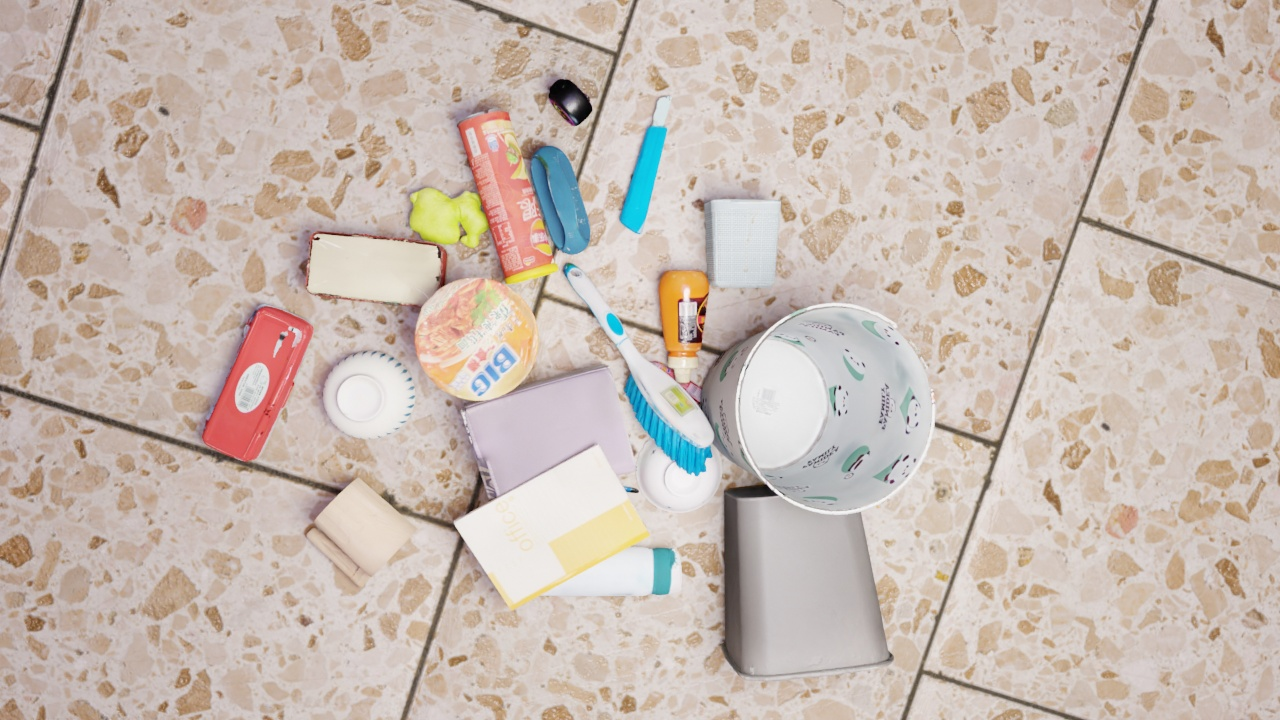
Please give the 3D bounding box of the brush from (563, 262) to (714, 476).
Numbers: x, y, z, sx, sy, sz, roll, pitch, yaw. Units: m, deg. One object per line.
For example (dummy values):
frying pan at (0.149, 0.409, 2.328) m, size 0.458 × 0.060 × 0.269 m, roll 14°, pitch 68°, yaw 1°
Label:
brush at (-0.007, 0.007, 1.194) m, size 0.060 × 0.110 × 0.314 m, roll -30°, pitch 63°, yaw -24°

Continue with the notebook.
notebook at (-0.110, 0.212, 1.157) m, size 0.206 × 0.010 × 0.146 m, roll -28°, pitch 106°, yaw 2°

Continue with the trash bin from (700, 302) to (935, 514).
trash bin at (0.190, 0.056, 1.113) m, size 0.229 × 0.252 × 0.229 m, roll 0°, pitch 88°, yaw -11°

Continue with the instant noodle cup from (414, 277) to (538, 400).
instant noodle cup at (-0.202, -0.029, 1.167) m, size 0.151 × 0.111 × 0.151 m, roll 0°, pitch 93°, yaw -3°

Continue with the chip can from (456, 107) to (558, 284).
chip can at (-0.171, -0.208, 1.178) m, size 0.073 × 0.073 × 0.216 m, roll -18°, pitch 94°, yaw -2°

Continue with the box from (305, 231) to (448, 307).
box at (-0.336, -0.113, 1.171) m, size 0.168 × 0.077 × 0.091 m, roll 6°, pitch 92°, yaw -3°

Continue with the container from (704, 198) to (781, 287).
container at (0.130, -0.151, 1.192) m, size 0.090 × 0.090 × 0.111 m, roll 1°, pitch 96°, yaw -3°

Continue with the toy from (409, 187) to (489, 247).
toy at (-0.251, -0.185, 1.195) m, size 0.100 × 0.031 × 0.097 m, roll -25°, pitch 97°, yaw -2°

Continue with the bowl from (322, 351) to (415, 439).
bowl at (-0.355, 0.047, 1.186) m, size 0.116 × 0.066 × 0.116 m, roll 0°, pitch 93°, yaw -4°

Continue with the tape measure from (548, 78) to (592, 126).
tape measure at (-0.089, -0.334, 1.182) m, size 0.039 × 0.057 × 0.058 m, roll -43°, pitch 86°, yaw -1°

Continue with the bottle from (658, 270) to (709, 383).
bottle at (0.057, -0.044, 1.205) m, size 0.067 × 0.066 × 0.149 m, roll 0°, pitch 95°, yaw -3°

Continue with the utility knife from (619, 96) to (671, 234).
utility knife at (0.011, -0.260, 1.211) m, size 0.034 × 0.018 × 0.185 m, roll 15°, pitch 92°, yaw -16°

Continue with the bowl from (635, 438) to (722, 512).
bowl at (0.055, 0.151, 1.217) m, size 0.118 × 0.065 × 0.118 m, roll 0°, pitch 94°, yaw -4°

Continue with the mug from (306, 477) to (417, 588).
mug at (-0.369, 0.228, 1.197) m, size 0.103 × 0.084 × 0.125 m, roll 44°, pitch 117°, yaw -3°

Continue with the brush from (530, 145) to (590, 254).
brush at (-0.102, -0.207, 1.181) m, size 0.055 × 0.073 × 0.144 m, roll -17°, pitch 94°, yaw -7°

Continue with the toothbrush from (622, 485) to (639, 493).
toothbrush at (-0.095, 0.161, 1.233) m, size 0.189 × 0.014 × 0.016 m, roll 12°, pitch 54°, yaw -5°

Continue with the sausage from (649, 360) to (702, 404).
sausage at (0.071, 0.042, 1.233) m, size 0.156 × 0.020 × 0.020 m, roll 34°, pitch 91°, yaw -5°

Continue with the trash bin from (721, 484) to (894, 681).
trash bin at (0.201, 0.272, 1.177) m, size 0.198 × 0.199 × 0.219 m, roll -4°, pitch 87°, yaw -4°

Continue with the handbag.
handbag at (-0.116, 0.097, 1.184) m, size 0.197 × 0.098 × 0.145 m, roll -15°, pitch 92°, yaw -6°

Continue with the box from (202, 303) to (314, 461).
box at (-0.499, 0.028, 1.194) m, size 0.087 × 0.047 × 0.201 m, roll 24°, pitch 92°, yaw -4°

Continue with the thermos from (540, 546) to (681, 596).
thermos at (-0.056, 0.281, 1.219) m, size 0.224 × 0.073 × 0.073 m, roll 1°, pitch 93°, yaw -4°
